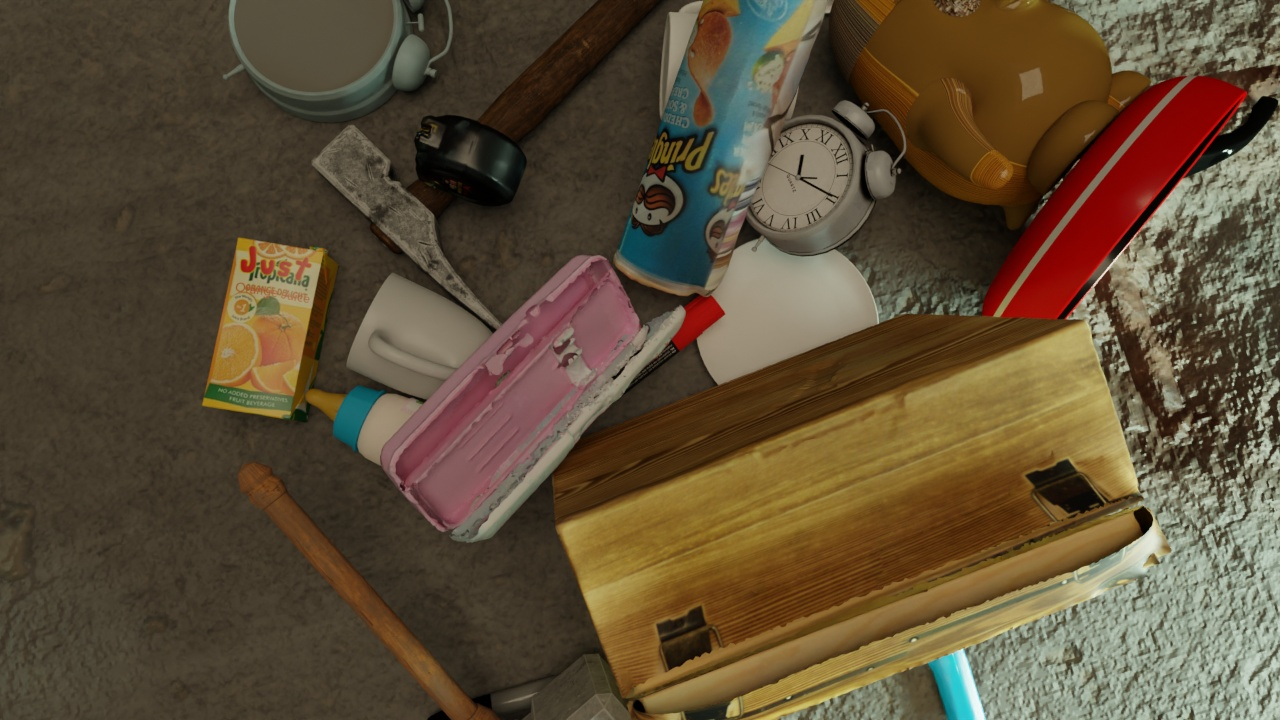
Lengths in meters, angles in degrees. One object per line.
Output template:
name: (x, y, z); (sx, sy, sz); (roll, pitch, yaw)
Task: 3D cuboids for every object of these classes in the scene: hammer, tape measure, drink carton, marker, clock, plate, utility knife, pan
hammer: (-0.136, 0.185, 0.563); (0.162, 0.083, 0.317); (-39, 99, -5)
tape measure: (-0.113, -0.131, 0.602); (0.072, 0.071, 0.042); (23, 78, -8)
drink carton: (-0.252, -0.023, 0.632); (0.058, 0.041, 0.122); (9, 82, -3)
marker: (-0.004, 0.004, 0.648); (0.145, 0.021, 0.023); (-38, 52, -1)
hammer: (-0.052, -0.164, 0.664); (0.217, 0.037, 0.300); (43, 82, 2)
marker: (-0.078, 0.232, 0.629); (0.138, 0.016, 0.022); (-14, 113, -6)
clock: (-0.215, -0.238, 0.657); (0.159, 0.045, 0.122); (-5, 85, -3)
clock: (0.124, -0.128, 0.634); (0.123, 0.035, 0.094); (-30, 62, 26)
plate: (0.107, -0.025, 0.670); (0.134, 0.011, 0.134); (0, 84, -4)
utility knife: (0.228, 0.258, 0.645); (0.031, 0.015, 0.173); (-15, 85, -3)
pan: (0.352, -0.124, 0.633); (0.067, 0.209, 0.355); (40, 57, 20)

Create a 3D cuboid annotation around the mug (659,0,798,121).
mug: (0.062, -0.222, 0.666); (0.090, 0.074, 0.110); (3, 57, -4)

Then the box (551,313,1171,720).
box: (0.112, 0.114, 0.531); (0.279, 0.257, 0.215); (-19, 93, -4)

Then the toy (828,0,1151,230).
toy: (0.226, -0.207, 0.634); (0.203, 0.163, 0.198); (43, 51, 13)

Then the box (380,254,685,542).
box: (-0.054, 0.027, 0.571); (0.201, 0.095, 0.088); (-48, 133, -24)

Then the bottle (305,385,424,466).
bottle: (-0.160, 0.051, 0.624); (0.146, 0.051, 0.051); (24, 82, -1)

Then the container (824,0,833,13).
container: (0.168, -0.333, 0.690); (0.129, 0.049, 0.080); (-36, 87, -7)

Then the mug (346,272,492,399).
mug: (-0.140, -0.005, 0.605); (0.089, 0.107, 0.071); (25, 97, -9)

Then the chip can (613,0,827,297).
chip can: (0.054, -0.156, 0.598); (0.080, 0.079, 0.230); (20, 114, -1)
